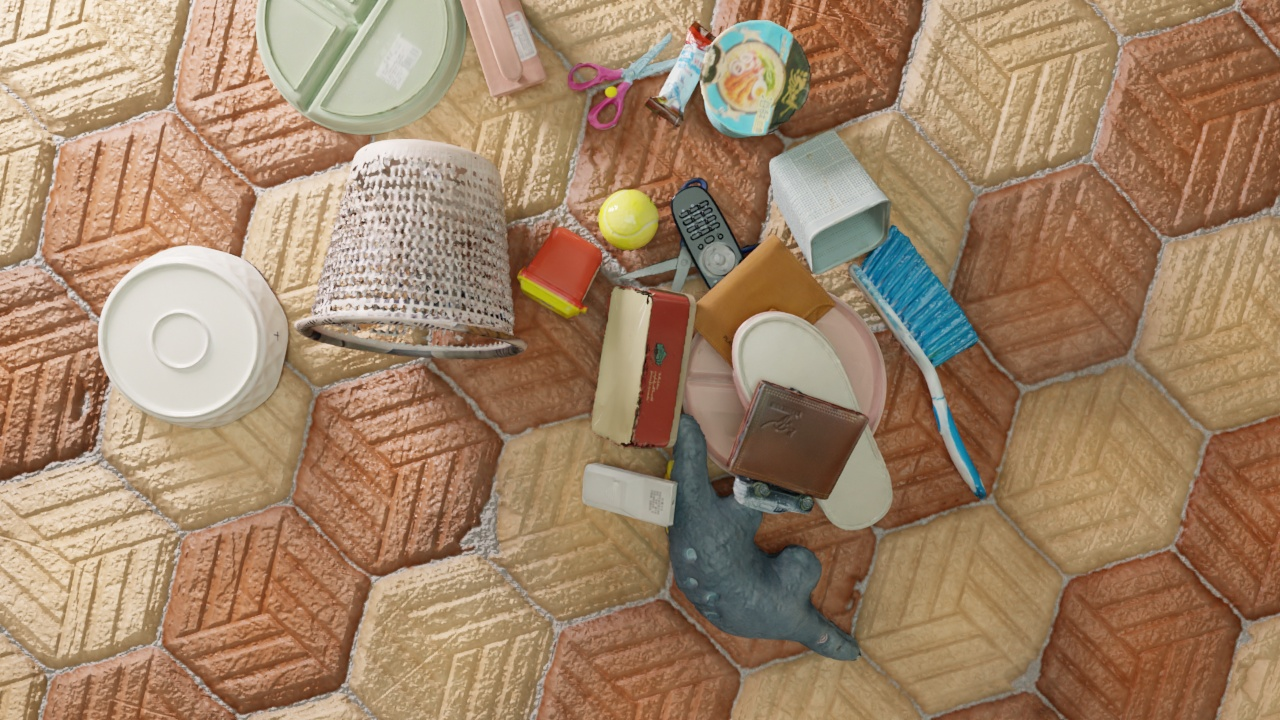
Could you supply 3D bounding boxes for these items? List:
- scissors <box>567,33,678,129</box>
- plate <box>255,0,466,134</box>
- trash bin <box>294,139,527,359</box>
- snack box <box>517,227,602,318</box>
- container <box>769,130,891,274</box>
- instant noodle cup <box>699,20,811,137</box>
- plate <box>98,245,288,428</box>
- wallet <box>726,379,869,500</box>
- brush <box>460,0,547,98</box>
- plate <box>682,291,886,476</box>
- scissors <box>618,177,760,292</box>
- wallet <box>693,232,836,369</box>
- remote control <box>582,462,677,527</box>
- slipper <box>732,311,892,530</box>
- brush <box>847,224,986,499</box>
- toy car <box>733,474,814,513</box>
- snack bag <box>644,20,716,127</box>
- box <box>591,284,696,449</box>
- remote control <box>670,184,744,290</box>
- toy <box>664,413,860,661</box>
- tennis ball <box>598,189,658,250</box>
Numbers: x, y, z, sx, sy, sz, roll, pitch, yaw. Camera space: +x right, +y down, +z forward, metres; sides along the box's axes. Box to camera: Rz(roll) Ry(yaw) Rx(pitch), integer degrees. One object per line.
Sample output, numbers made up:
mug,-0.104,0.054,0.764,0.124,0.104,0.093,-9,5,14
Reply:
scissors,-0.019,-0.320,1.005,0.093,0.017,0.137,45,89,-2
plate,-0.305,-0.363,0.992,0.230,0.027,0.230,0,96,0
trash bin,-0.223,-0.110,0.935,0.227,0.227,0.192,3,82,-1
snack box,-0.082,-0.094,0.987,0.082,0.091,0.080,31,87,-4
container,0.196,-0.169,0.967,0.090,0.090,0.111,-25,64,1
instant noodle cup,0.110,-0.282,0.956,0.111,0.120,0.111,0,95,-2
plate,-0.498,-0.024,1.010,0.205,0.045,0.205,0,95,0
wallet,0.161,0.083,0.948,0.124,0.032,0.101,18,102,-11
brush,-0.151,-0.357,0.971,0.063,0.073,0.145,-18,93,2
plate,0.159,0.028,1.029,0.229,0.028,0.229,0,94,0
scissors,0.060,-0.118,1.024,0.162,0.012,0.176,8,97,0
wallet,0.129,-0.054,0.987,0.132,0.031,0.108,-42,101,6
remote control,-0.014,0.146,1.005,0.125,0.024,0.049,7,95,37
slipper,0.186,0.064,0.989,0.114,0.054,0.274,-32,106,5
brush,0.331,0.005,1.019,0.109,0.060,0.314,-38,96,8
toy car,0.142,0.144,0.976,0.090,0.043,0.034,16,96,-18
snack bag,0.049,-0.311,0.999,0.048,0.026,0.104,32,93,-9
box,-0.006,0.006,0.982,0.076,0.091,0.168,4,98,-36
remote control,0.078,-0.126,1.003,0.053,0.024,0.136,-27,95,2
toy,0.112,0.228,1.015,0.137,0.091,0.356,-41,100,-8
tennis ball,-0.013,-0.152,0.993,0.065,0.065,0.065,0,95,-1
